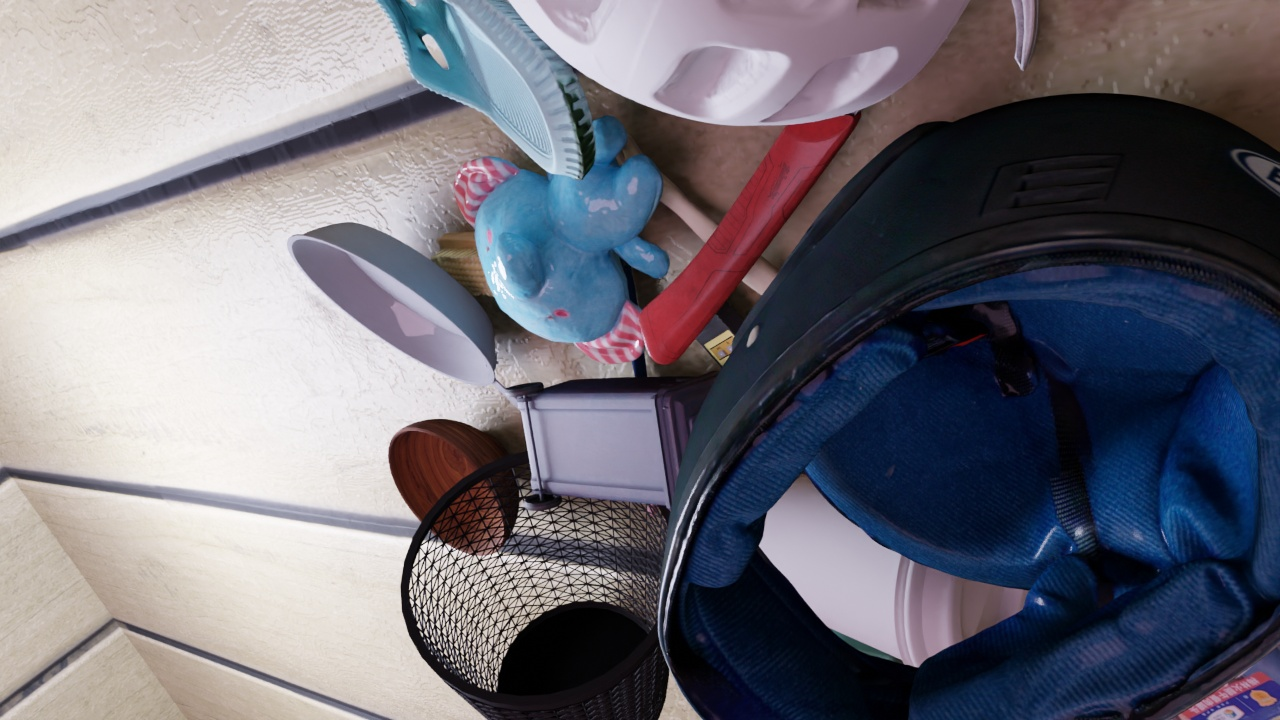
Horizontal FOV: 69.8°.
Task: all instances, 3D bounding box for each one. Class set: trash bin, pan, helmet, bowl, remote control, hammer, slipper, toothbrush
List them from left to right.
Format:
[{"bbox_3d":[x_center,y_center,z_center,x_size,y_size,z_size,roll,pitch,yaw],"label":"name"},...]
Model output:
[{"bbox_3d":[-0.117,-0.202,0.557,0.276,0.069,0.116,53,168,27],"label":"slipper"},{"bbox_3d":[-0.167,0.110,0.889,0.147,0.068,0.147,21,130,26],"label":"bowl"},{"bbox_3d":[-0.141,0.000,0.786,0.356,0.050,0.201,36,160,-12],"label":"pan"},{"bbox_3d":[-0.066,0.235,0.795,0.217,0.216,0.244,23,146,24],"label":"trash bin"},{"bbox_3d":[-0.011,0.057,0.672,0.161,0.092,0.094,-2,100,41],"label":"trash bin"},{"bbox_3d":[-0.004,0.004,0.721,0.017,0.016,0.190,18,130,37],"label":"toothbrush"},{"bbox_3d":[0.018,-0.238,0.424,0.282,0.183,0.225,59,134,36],"label":"helmet"},{"bbox_3d":[0.079,0.007,0.641,0.133,0.013,0.058,48,161,-1],"label":"remote control"},{"bbox_3d":[0.087,-0.108,0.514,0.126,0.036,0.317,40,127,7],"label":"hammer"},{"bbox_3d":[0.163,0.030,0.432,0.249,0.235,0.317,39,119,1],"label":"helmet"}]

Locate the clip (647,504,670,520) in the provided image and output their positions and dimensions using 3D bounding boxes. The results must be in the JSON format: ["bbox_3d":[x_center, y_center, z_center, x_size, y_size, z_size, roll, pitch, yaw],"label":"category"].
[{"bbox_3d":[0.023,0.119,0.780,0.044,0.023,0.060,36,138,6],"label":"clip"}]

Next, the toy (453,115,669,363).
[{"bbox_3d":[-0.052,-0.081,0.611,0.183,0.114,0.181,50,143,2],"label":"toy"}]

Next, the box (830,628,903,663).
[{"bbox_3d":[0.122,0.200,0.746,0.187,0.056,0.138,0,127,37],"label":"box"}]

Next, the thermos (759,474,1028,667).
[{"bbox_3d":[0.136,0.131,0.634,0.222,0.131,0.131,6,124,45],"label":"thermos"}]

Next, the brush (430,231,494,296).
[{"bbox_3d":[-0.122,-0.075,0.738,0.117,0.039,0.049,9,127,42],"label":"brush"}]

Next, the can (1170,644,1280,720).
[{"bbox_3d":[0.346,0.182,0.547,0.059,0.053,0.100,37,136,12],"label":"can"}]

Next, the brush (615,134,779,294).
[{"bbox_3d":[0.076,-0.052,0.594,0.272,0.061,0.078,46,121,7],"label":"brush"}]
